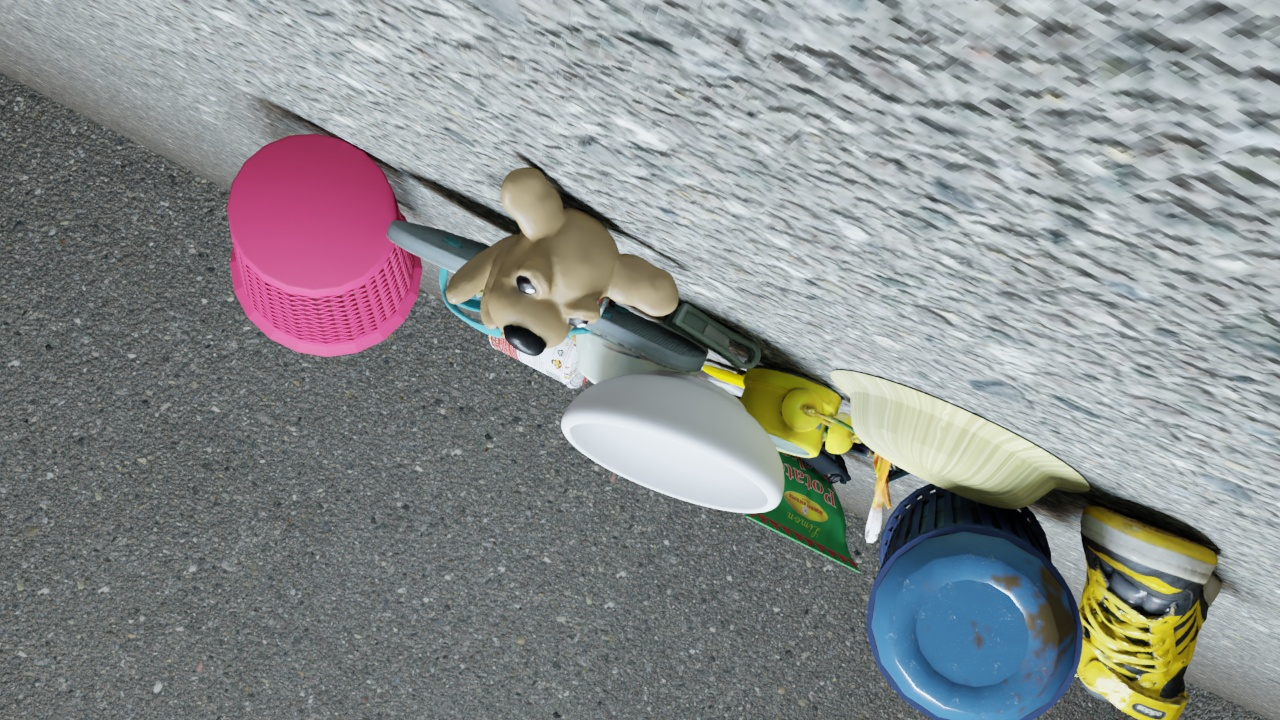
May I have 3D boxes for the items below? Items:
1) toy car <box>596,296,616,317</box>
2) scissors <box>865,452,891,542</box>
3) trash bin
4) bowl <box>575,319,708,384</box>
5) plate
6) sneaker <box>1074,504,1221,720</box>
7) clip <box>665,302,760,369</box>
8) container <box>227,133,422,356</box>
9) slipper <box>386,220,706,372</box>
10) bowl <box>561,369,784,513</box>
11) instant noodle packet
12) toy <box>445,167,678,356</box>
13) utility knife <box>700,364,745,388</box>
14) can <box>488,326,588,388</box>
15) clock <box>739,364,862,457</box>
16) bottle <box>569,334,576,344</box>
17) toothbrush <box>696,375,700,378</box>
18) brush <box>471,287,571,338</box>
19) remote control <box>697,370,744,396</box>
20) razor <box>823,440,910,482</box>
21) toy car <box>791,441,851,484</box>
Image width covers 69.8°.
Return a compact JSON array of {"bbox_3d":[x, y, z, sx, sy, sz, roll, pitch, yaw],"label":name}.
[{"bbox_3d":[-0.037,-0.057,0.674,0.042,0.036,0.091,25,-173,2],"label":"toy car"},{"bbox_3d":[0.220,0.119,0.841,0.011,0.128,0.125,8,-168,8],"label":"scissors"},{"bbox_3d":[0.241,0.170,0.679,0.139,0.139,0.249,26,-173,17],"label":"trash bin"},{"bbox_3d":[-0.005,0.005,0.793,0.117,0.061,0.117,14,-165,-4],"label":"bowl"},{"bbox_3d":[0.209,0.065,0.639,0.184,0.036,0.184,27,176,2],"label":"plate"},{"bbox_3d":[0.346,0.183,0.649,0.086,0.122,0.238,22,174,41],"label":"sneaker"},{"bbox_3d":[0.056,-0.018,0.683,0.078,0.023,0.050,29,177,3],"label":"clip"},{"bbox_3d":[-0.285,-0.106,0.825,0.183,0.183,0.226,28,168,-12],"label":"container"},{"bbox_3d":[-0.077,-0.040,0.723,0.269,0.055,0.098,23,-164,8],"label":"slipper"},{"bbox_3d":[0.031,0.054,0.708,0.176,0.066,0.177,19,160,7],"label":"bowl"},{"bbox_3d":[0.158,0.131,1.114,0.195,0.090,0.252,30,-156,-31],"label":"instant noodle packet"},{"bbox_3d":[-0.061,-0.053,0.556,0.134,0.105,0.108,35,161,-33],"label":"toy"},{"bbox_3d":[0.096,0.020,0.897,0.030,0.018,0.191,36,168,-34],"label":"utility knife"},{"bbox_3d":[-0.110,-0.029,1.108,0.116,0.086,0.086,26,176,19],"label":"can"},{"bbox_3d":[0.127,0.042,0.744,0.083,0.057,0.119,30,167,-36],"label":"clock"},{"bbox_3d":[-0.037,-0.026,0.887,0.060,0.059,0.166,23,173,44],"label":"bottle"},{"bbox_3d":[0.040,0.017,1.031,0.223,0.027,0.027,29,-151,29],"label":"toothbrush"},{"bbox_3d":[-0.118,-0.063,0.959,0.136,0.055,0.075,27,171,-1],"label":"brush"},{"bbox_3d":[0.083,0.022,1.039,0.033,0.012,0.131,32,174,-24],"label":"remote control"},{"bbox_3d":[0.228,0.094,0.979,0.042,0.022,0.144,-15,-158,-26],"label":"razor"},{"bbox_3d":[0.207,0.104,1.075,0.112,0.034,0.046,36,-155,-25],"label":"toy car"}]
